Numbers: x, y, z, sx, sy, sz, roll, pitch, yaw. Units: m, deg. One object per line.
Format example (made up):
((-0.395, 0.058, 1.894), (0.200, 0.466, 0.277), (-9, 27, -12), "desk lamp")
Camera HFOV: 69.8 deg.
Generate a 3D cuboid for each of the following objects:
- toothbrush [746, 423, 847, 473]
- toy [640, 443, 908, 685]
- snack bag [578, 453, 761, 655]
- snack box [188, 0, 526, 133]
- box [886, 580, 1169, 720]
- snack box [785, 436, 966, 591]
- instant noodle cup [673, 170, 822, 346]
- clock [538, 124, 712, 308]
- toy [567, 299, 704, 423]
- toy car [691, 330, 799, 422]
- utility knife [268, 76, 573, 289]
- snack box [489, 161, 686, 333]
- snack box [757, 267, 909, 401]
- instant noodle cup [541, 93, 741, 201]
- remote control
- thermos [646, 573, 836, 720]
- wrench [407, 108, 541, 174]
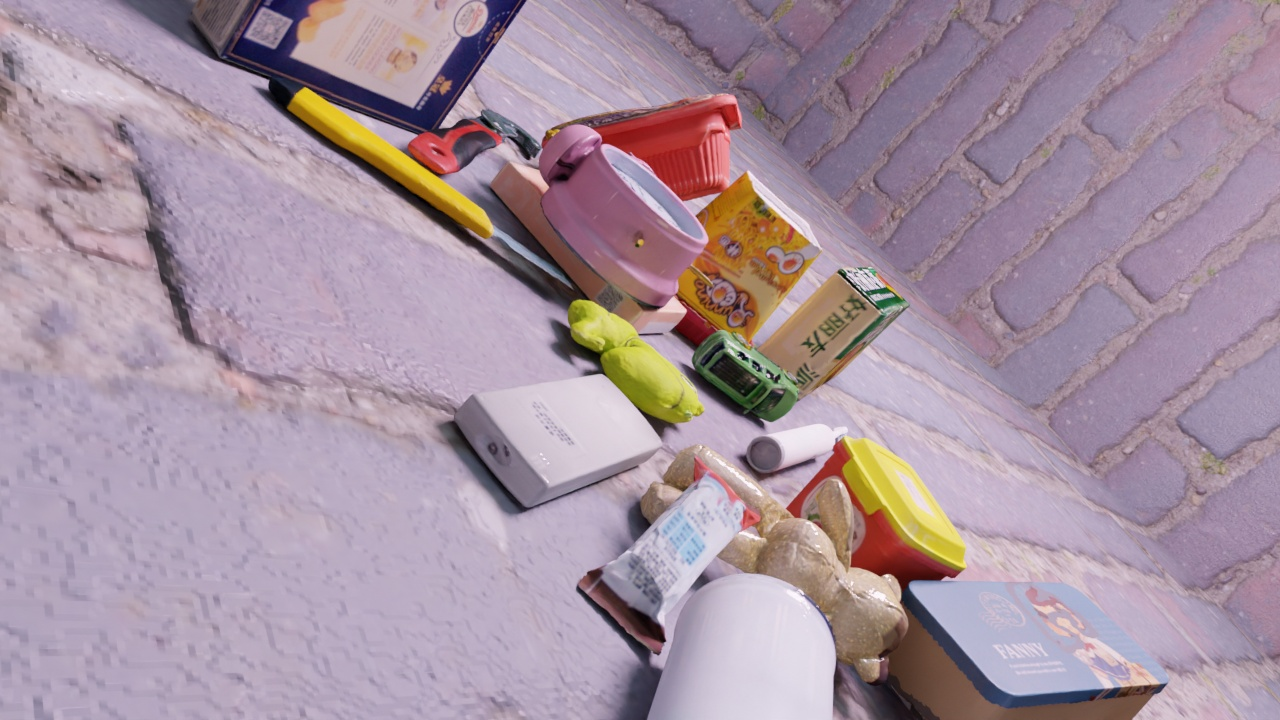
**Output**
((0.133, 0.064, 0.721), (0.220, 0.027, 0.026), (1, 85, -64), "toothbrush")
((0.071, 0.104, 0.477), (0.157, 0.066, 0.104), (36, 53, -8), "toy")
((0.017, 0.083, 0.415), (0.048, 0.026, 0.103), (43, 49, 3), "snack bag")
((-0.150, -0.243, 0.568), (0.046, 0.178, 0.182), (48, 18, 21), "snack box")
((0.216, 0.177, 0.533), (0.184, 0.060, 0.090), (11, 26, -35), "box")
((0.140, 0.106, 0.565), (0.082, 0.080, 0.091), (28, 24, -35), "snack box")
((0.077, -0.081, 0.764), (0.116, 0.124, 0.116), (37, 21, -16), "instant noodle cup")
((-0.016, -0.111, 0.656), (0.117, 0.060, 0.158), (18, 31, -51), "clock")
((-0.003, 0.003, 0.571), (0.096, 0.031, 0.100), (20, 25, -49), "toy")
((0.082, 0.015, 0.699), (0.091, 0.043, 0.036), (33, 19, -24), "toy car")
((-0.130, -0.104, 0.565), (0.216, 0.015, 0.033), (34, 20, -19), "utility knife")
((-0.038, -0.083, 0.691), (0.157, 0.026, 0.084), (49, 20, 14), "snack box")
((0.198, -0.033, 0.920), (0.063, 0.115, 0.239), (47, 19, 11), "snack box")
((0.011, -0.176, 0.804), (0.188, 0.165, 0.079), (-45, 123, -77), "instant noodle cup")
((-0.035, 0.036, 0.456), (0.056, 0.019, 0.135), (48, 20, 13), "remote control")
((0.021, 0.144, 0.271), (0.073, 0.073, 0.223), (43, 20, -1), "thermos")
((-0.124, -0.167, 0.697), (0.056, 0.016, 0.273), (37, 17, -5), "wrench")
